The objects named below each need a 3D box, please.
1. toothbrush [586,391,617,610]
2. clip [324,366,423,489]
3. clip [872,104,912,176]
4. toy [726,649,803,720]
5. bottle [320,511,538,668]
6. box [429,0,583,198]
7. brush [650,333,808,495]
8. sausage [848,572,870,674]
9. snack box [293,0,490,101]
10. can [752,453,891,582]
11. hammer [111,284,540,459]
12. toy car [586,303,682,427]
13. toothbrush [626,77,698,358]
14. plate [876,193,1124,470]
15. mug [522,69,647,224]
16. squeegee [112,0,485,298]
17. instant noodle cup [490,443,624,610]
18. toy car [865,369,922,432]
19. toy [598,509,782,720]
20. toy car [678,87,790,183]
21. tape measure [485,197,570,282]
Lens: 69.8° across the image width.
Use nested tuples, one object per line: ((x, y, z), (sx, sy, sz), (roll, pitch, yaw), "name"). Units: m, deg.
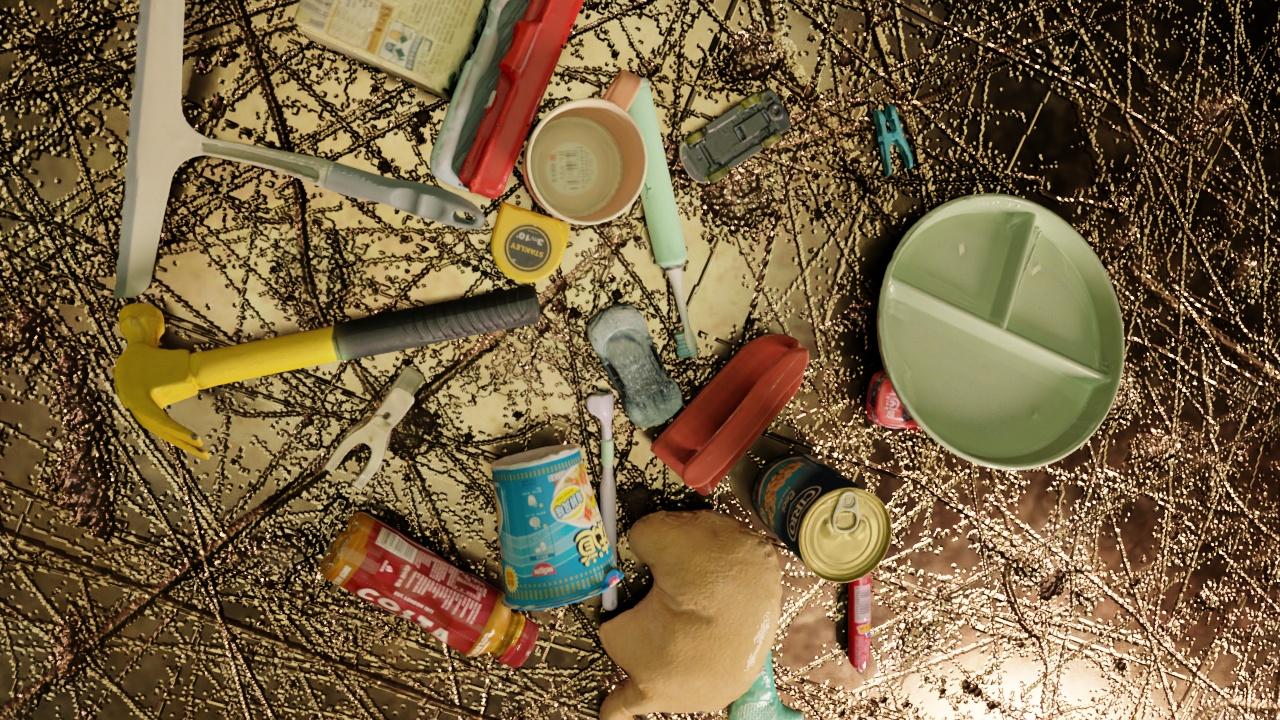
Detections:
((-0.029, 0.119, 0.759), (0.029, 0.021, 0.189), (-12, 105, -41), "toothbrush")
((-0.204, 0.051, 0.710), (0.034, 0.064, 0.098), (33, 100, -13), "clip")
((0.206, -0.181, 0.750), (0.041, 0.014, 0.056), (-19, 104, -7), "clip")
((0.092, 0.283, 0.805), (0.096, 0.030, 0.092), (-7, 96, -1), "toy")
((-0.163, 0.186, 0.727), (0.175, 0.057, 0.057), (34, 92, -13), "bottle")
((-0.095, -0.217, 0.655), (0.068, 0.090, 0.201), (22, 95, -14), "box")
((0.079, 0.038, 0.737), (0.063, 0.069, 0.146), (42, 91, -15), "brush")
((0.194, 0.206, 0.813), (0.020, 0.020, 0.156), (-5, 101, -9), "sausage")
((-0.138, -0.314, 0.634), (0.114, 0.063, 0.240), (22, 95, -5), "snack box")
((0.143, 0.123, 0.743), (0.075, 0.111, 0.075), (-2, 99, -12), "can")
((-0.222, -0.012, 0.674), (0.300, 0.033, 0.128), (-13, 58, -15), "hammer")
((-0.004, 0.004, 0.737), (0.049, 0.031, 0.105), (-29, 102, -5), "toy car")
((0.018, -0.109, 0.724), (0.027, 0.026, 0.224), (-7, 104, 30), "toothbrush")
((0.295, -0.024, 0.758), (0.230, 0.027, 0.230), (2, 83, -13), "plate")
((-0.037, -0.155, 0.664), (0.081, 0.106, 0.114), (28, 94, -14), "mug")
((-0.235, -0.136, 0.669), (0.246, 0.039, 0.247), (12, 115, -17), "squeegee")
((-0.071, 0.125, 0.720), (0.099, 0.099, 0.110), (-12, 93, -8), "instant noodle cup")
((0.252, 0.035, 0.781), (0.120, 0.045, 0.053), (4, 97, -8), "toy car")
((0.038, 0.233, 0.762), (0.143, 0.082, 0.226), (18, 98, 9), "toy")
((0.071, -0.173, 0.716), (0.090, 0.035, 0.042), (-34, 102, -2), "toy car")
((-0.087, -0.089, 0.707), (0.060, 0.029, 0.057), (17, 96, -12), "tape measure")
